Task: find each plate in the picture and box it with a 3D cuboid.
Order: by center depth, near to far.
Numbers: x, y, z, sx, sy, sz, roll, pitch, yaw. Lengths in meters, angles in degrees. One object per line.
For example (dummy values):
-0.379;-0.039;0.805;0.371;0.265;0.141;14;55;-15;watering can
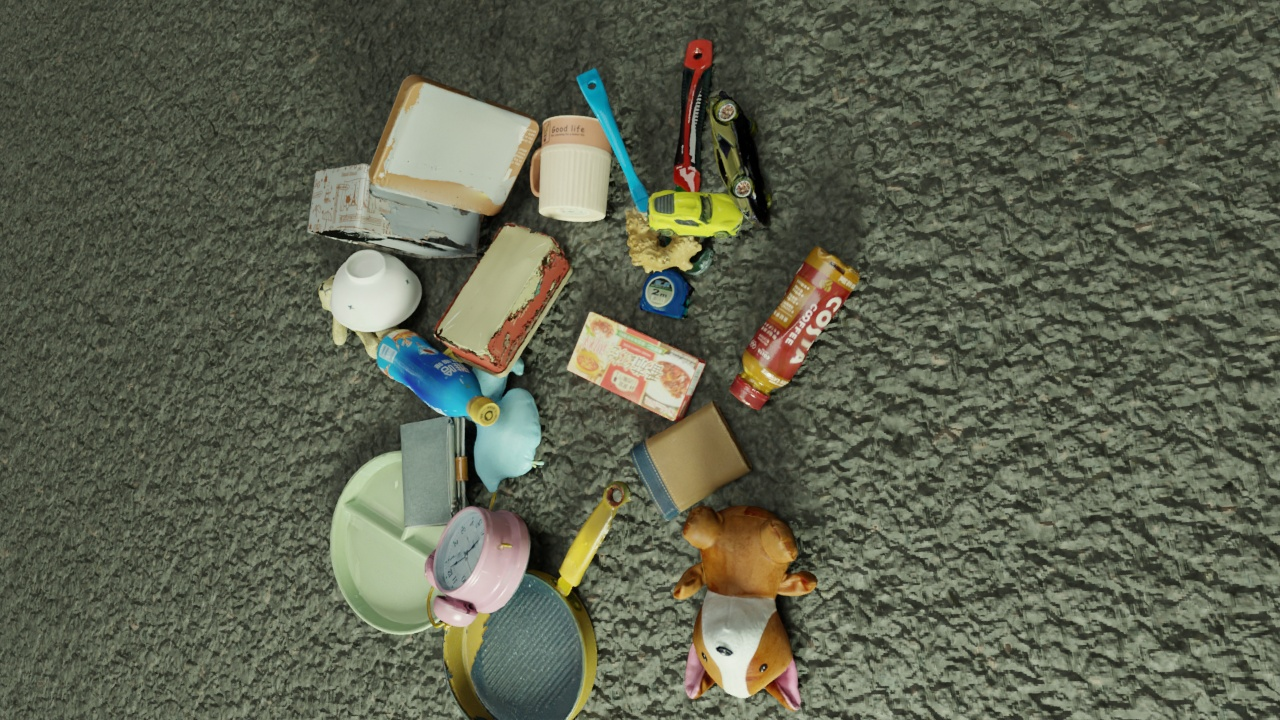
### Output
-0.301;0.229;1.168;0.231;0.027;0.230;-3;83;27;plate

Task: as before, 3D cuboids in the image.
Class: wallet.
0.053;0.109;1.000;0.115;0.033;0.090;-34;73;19;wallet
-0.248;0.137;1.118;0.107;0.037;0.129;-11;78;35;wallet

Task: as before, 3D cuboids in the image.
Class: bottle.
0.155;-0.030;0.948;0.057;0.057;0.175;38;101;25;bottle
-0.242;0.024;1.109;0.219;0.065;0.065;26;97;42;bottle

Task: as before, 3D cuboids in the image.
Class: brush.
-0.010;-0.210;1.018;0.083;0.046;0.254;-25;85;4;brush

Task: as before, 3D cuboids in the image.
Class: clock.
-0.194;0.235;1.042;0.159;0.059;0.117;-52;37;15;clock

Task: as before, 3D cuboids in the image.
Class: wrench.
0.059;-0.232;1.042;0.056;0.016;0.273;0;85;23;wrench

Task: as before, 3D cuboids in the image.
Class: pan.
-0.104;0.275;1.034;0.198;0.078;0.358;41;103;24;pan

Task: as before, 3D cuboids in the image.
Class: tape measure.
0.031;-0.075;1.034;0.058;0.025;0.054;16;90;24;tape measure

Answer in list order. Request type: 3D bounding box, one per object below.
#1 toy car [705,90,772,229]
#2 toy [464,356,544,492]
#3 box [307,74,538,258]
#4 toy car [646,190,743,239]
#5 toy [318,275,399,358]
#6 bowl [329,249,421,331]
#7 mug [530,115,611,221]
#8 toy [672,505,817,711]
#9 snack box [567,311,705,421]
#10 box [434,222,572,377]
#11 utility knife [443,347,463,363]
0.106;-0.214;0.986;0.042;0.070;0.158;-18;76;25;toy car
-0.166;0.073;1.104;0.156;0.049;0.161;26;93;37;toy
-0.256;-0.204;1.081;0.271;0.179;0.134;-33;63;36;box
0.059;-0.159;0.977;0.105;0.032;0.048;2;72;-12;toy car
-0.374;-0.060;1.214;0.157;0.066;0.105;40;97;31;toy
-0.345;-0.102;1.172;0.118;0.065;0.118;0;53;0;bowl
-0.088;-0.222;1.083;0.115;0.081;0.106;1;86;41;mug
0.102;0.248;0.916;0.140;0.130;0.199;6;96;21;toy
-0.006;0.006;1.043;0.153;0.025;0.075;25;95;27;snack box
-0.161;-0.075;1.072;0.091;0.076;0.168;22;74;28;box
-0.184;-0.043;1.148;0.205;0.021;0.031;-33;70;15;utility knife
